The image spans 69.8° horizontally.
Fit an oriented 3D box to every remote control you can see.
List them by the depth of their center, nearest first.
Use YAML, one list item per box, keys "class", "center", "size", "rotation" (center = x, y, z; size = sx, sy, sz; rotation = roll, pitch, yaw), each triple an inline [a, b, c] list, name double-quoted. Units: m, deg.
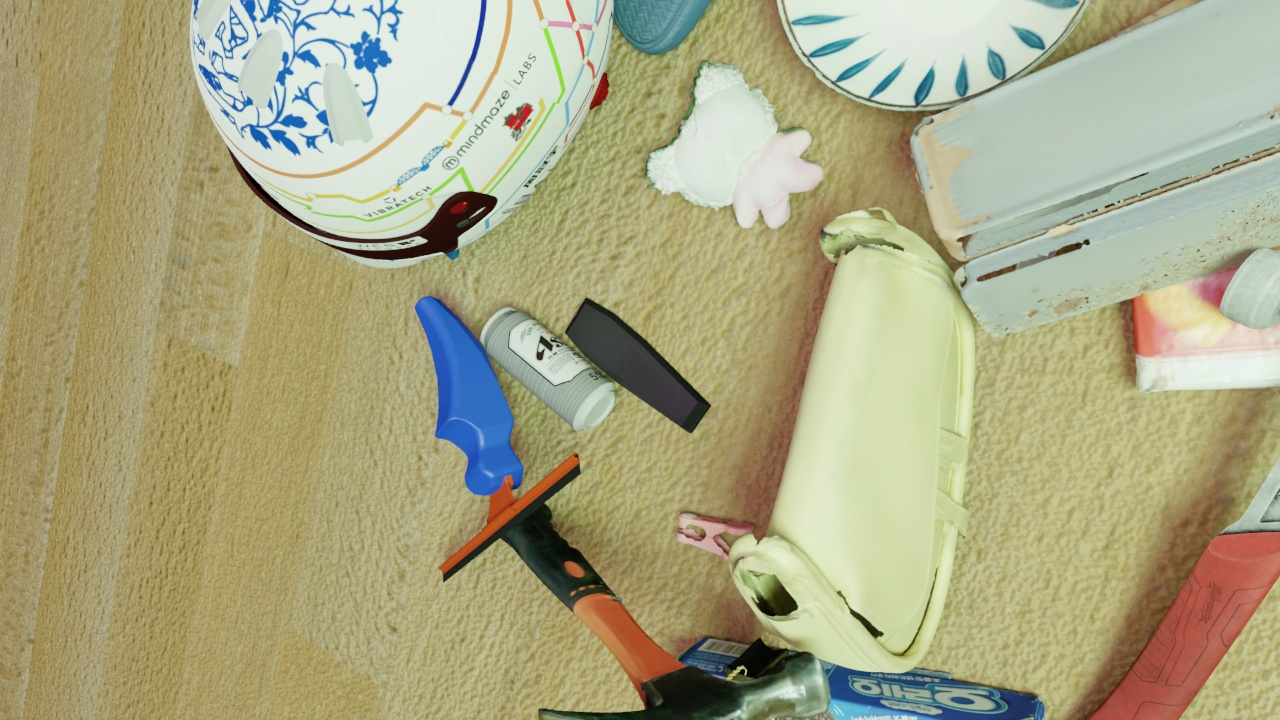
- class: "remote control"
  center: [-0.004, 0.004, 0.660]
  size: [0.125, 0.010, 0.039]
  rotation: [40, 110, 19]

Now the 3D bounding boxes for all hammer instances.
- class: "hammer"
  center: [0.295, 0.114, 0.458]
  size: [0.126, 0.036, 0.316]
  rotation: [39, 125, 40]
- class: "hammer"
  center: [-0.033, 0.146, 0.564]
  size: [0.333, 0.133, 0.033]
  rotation: [-158, 58, -65]

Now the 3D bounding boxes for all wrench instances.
- class: "wrench"
  center: [0.272, -0.126, 0.450]
  size: [0.047, 0.009, 0.274]
  rotation: [42, 120, -5]

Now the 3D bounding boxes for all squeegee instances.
- class: "squeegee"
  center: [-0.121, 0.037, 0.660]
  size: [0.250, 0.055, 0.184]
  rotation: [-42, 68, 49]

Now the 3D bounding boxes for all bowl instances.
- class: "bowl"
  center: [0.171, -0.225, 0.518]
  size: [0.178, 0.070, 0.177]
  rotation: [2, 95, 28]

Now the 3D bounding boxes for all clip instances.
- class: "clip"
  center: [0.051, 0.126, 0.635]
  size: [0.058, 0.022, 0.037]
  rotation: [12, 101, 32]

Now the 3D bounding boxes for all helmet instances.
- class: "helmet"
  center: [-0.163, -0.193, 0.588]
  size: [0.315, 0.235, 0.231]
  rotation: [-39, 81, 22]

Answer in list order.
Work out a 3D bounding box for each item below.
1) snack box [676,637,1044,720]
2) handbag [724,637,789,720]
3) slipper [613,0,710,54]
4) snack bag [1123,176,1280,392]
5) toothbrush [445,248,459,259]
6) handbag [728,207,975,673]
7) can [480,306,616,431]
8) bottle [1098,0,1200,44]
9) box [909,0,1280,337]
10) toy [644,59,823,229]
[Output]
- class: "snack box"
  center: [0.129, 0.227, 0.578]
  size: [0.227, 0.059, 0.059]
  rotation: [1, 97, 27]
- class: "handbag"
  center: [0.037, 0.213, 0.492]
  size: [0.027, 0.177, 0.084]
  rotation: [15, 101, 27]
- class: "slipper"
  center: [0.052, -0.293, 0.586]
  size: [0.214, 0.059, 0.103]
  rotation: [-47, 65, 37]
- class: "snack bag"
  center: [0.300, -0.041, 0.482]
  size: [0.077, 0.036, 0.116]
  rotation: [-5, 91, 29]
- class: "toothbrush"
  center: [-0.161, -0.145, 0.730]
  size: [0.021, 0.016, 0.132]
  rotation: [-10, 88, 25]
- class: "handbag"
  center: [0.127, 0.051, 0.508]
  size: [0.089, 0.190, 0.232]
  rotation: [10, 79, 31]
- class: "can"
  center: [-0.068, 0.006, 0.676]
  size: [0.106, 0.044, 0.044]
  rotation: [38, 110, 21]
- class: "bottle"
  center: [0.241, -0.136, 0.495]
  size: [0.162, 0.056, 0.056]
  rotation: [-29, 80, 26]
- class: "box"
  center: [0.252, -0.098, 0.439]
  size: [0.217, 0.096, 0.105]
  rotation: [-20, 71, 26]
- class: "toy"
  center: [0.065, -0.132, 0.599]
  size: [0.109, 0.041, 0.096]
  rotation: [37, 110, 14]
